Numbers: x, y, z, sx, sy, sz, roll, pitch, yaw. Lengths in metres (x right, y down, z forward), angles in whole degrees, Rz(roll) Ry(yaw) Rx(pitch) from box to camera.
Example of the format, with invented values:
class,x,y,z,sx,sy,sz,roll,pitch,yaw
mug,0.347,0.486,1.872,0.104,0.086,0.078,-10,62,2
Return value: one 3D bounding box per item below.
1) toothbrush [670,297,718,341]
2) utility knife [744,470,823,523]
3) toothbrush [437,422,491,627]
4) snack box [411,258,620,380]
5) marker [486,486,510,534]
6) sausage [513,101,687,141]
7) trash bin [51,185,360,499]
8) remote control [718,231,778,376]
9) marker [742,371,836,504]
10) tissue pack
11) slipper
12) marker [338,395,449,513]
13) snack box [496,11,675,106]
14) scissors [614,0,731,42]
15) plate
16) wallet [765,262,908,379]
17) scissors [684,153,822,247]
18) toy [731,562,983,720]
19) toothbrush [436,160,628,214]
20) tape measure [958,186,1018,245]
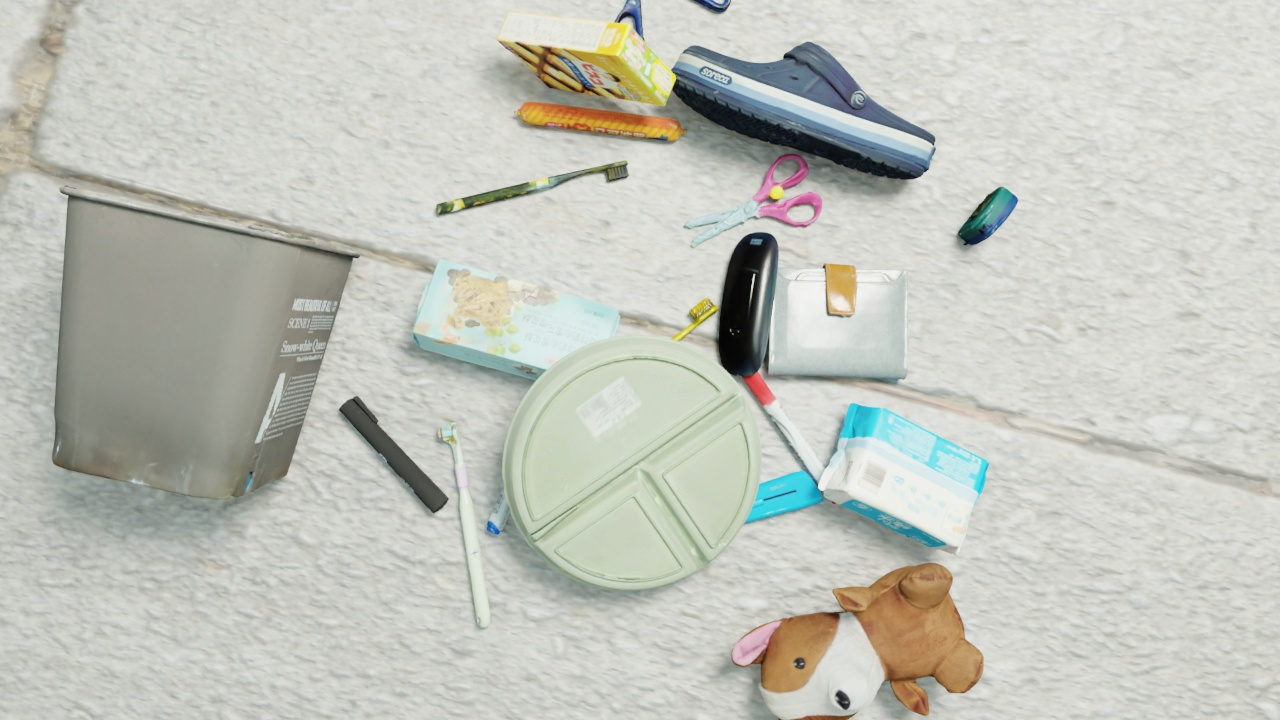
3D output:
class,x,y,z,sx,sy,sz,roll,pitch,yaw
toothbrush,-0.005,0.005,0.855,0.190,0.016,0.016,-39,82,-3
utility knife,0.075,0.141,0.846,0.185,0.018,0.034,-17,87,0
toothbrush,-0.160,0.151,0.843,0.020,0.029,0.189,-9,87,-42
snack box,-0.111,-0.029,0.832,0.175,0.052,0.074,15,73,1
marker,-0.108,0.091,0.848,0.017,0.017,0.145,23,86,1
sausage,-0.038,-0.226,0.867,0.165,0.021,0.021,7,86,0
trash bin,-0.368,-0.014,0.773,0.198,0.199,0.220,11,92,0
remote control,0.097,-0.054,0.845,0.053,0.024,0.136,5,84,38
marker,0.142,0.070,0.851,0.017,0.017,0.145,-34,87,-3
tissue pack,0.236,0.106,0.822,0.140,0.063,0.089,26,73,1
slipper,0.152,-0.238,0.827,0.253,0.105,0.095,20,93,-1
marker,-0.226,0.086,0.846,0.022,0.020,0.132,-44,87,5
snack box,-0.048,-0.266,0.809,0.140,0.087,0.033,17,84,32
scissors,0.005,-0.363,0.882,0.176,0.012,0.162,17,86,1
plate,-0.003,0.093,0.792,0.230,0.027,0.230,-1,98,-10
wallet,0.183,-0.037,0.849,0.130,0.037,0.106,2,87,-1
scissors,0.108,-0.134,0.868,0.137,0.017,0.077,-32,96,2
toy,0.188,0.259,0.793,0.200,0.130,0.140,-23,92,7
toothbrush,-0.101,-0.161,0.868,0.186,0.012,0.017,-14,97,-2
tape measure,0.320,-0.135,0.846,0.025,0.058,0.054,37,88,2
